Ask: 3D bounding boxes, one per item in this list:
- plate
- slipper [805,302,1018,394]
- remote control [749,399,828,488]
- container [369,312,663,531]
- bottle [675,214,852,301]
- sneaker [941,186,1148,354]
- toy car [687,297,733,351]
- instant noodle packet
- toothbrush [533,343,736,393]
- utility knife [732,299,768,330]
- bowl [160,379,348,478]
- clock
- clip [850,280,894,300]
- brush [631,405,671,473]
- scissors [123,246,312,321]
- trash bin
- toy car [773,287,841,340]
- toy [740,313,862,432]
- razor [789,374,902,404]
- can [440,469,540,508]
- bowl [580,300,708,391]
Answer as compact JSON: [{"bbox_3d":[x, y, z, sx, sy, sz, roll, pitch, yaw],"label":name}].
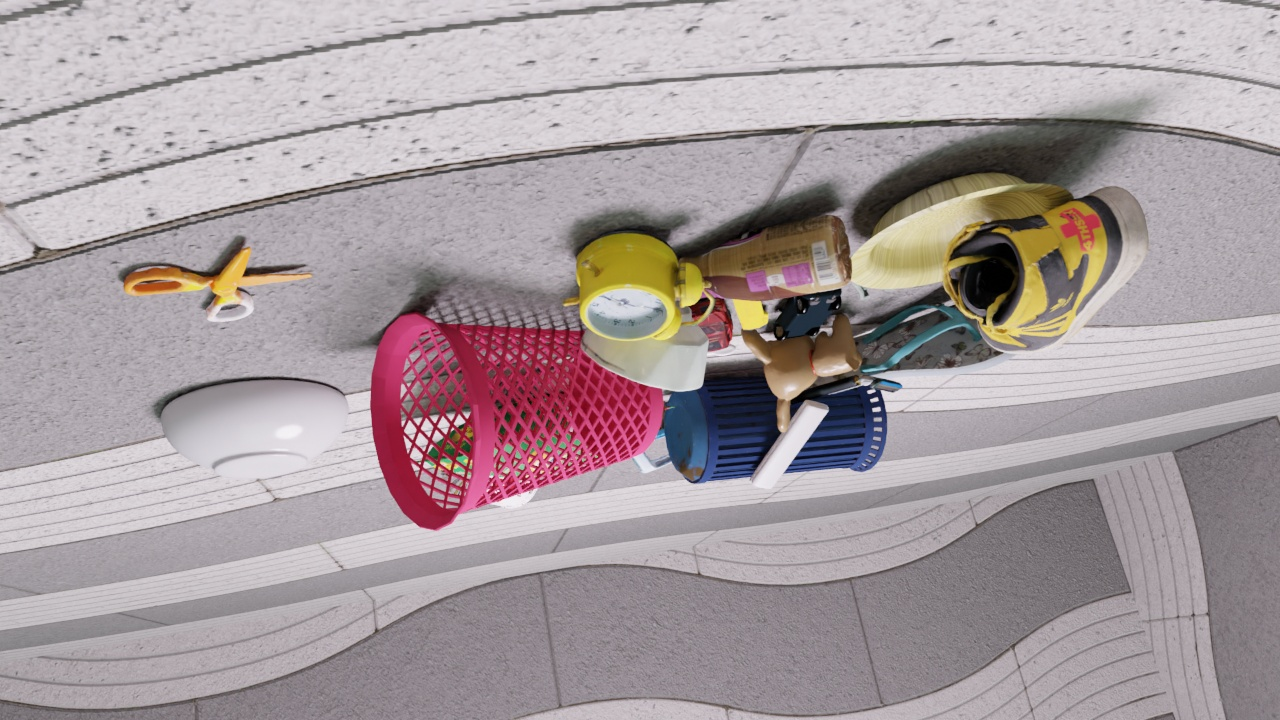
[{"bbox_3d":[0.260,-0.115,0.769,0.184,0.036,0.184,-10,162,-4],"label":"plate"},{"bbox_3d":[0.291,-0.025,1.017,0.270,0.098,0.055,-14,128,41],"label":"slipper"},{"bbox_3d":[0.173,0.100,1.072,0.033,0.012,0.131,14,121,-27],"label":"remote control"},{"bbox_3d":[-0.104,0.043,0.847,0.225,0.183,0.184,-6,163,-41],"label":"container"},{"bbox_3d":[0.086,-0.076,0.756,0.166,0.059,0.059,-9,164,22],"label":"bottle"},{"bbox_3d":[0.309,-0.055,0.776,0.122,0.086,0.239,-15,159,-9],"label":"sneaker"},{"bbox_3d":[0.068,-0.036,0.905,0.042,0.036,0.091,-13,157,9],"label":"toy car"},{"bbox_3d":[-0.116,0.085,1.038,0.252,0.090,0.196,-11,178,-31],"label":"instant noodle packet"},{"bbox_3d":[-0.006,0.006,0.996,0.222,0.027,0.026,-10,-163,-2],"label":"toothbrush"},{"bbox_3d":[0.103,-0.060,0.876,0.030,0.018,0.191,-18,165,7],"label":"utility knife"},{"bbox_3d":[-0.385,0.079,0.927,0.176,0.066,0.177,-10,162,-3],"label":"bowl"},{"bbox_3d":[0.002,-0.056,0.731,0.118,0.057,0.084,12,143,-18],"label":"clock"},{"bbox_3d":[0.225,-0.081,0.880,0.050,0.023,0.078,-16,163,10],"label":"clip"},{"bbox_3d":[0.002,0.107,1.187,0.056,0.075,0.135,-26,173,39],"label":"brush"},{"bbox_3d":[-0.302,-0.053,0.667,0.125,0.011,0.128,-6,163,-11],"label":"scissors"},{"bbox_3d":[0.164,0.081,1.152,0.249,0.139,0.140,-3,161,-18],"label":"trash bin"},{"bbox_3d":[0.165,-0.051,0.911,0.046,0.034,0.112,-8,161,-12],"label":"toy car"},{"bbox_3d":[0.182,0.000,0.996,0.108,0.134,0.105,-18,-157,16],"label":"toy"},{"bbox_3d":[0.222,0.031,1.030,0.042,0.022,0.145,13,163,-38],"label":"razor"},{"bbox_3d":[-0.197,0.147,1.219,0.087,0.086,0.116,-17,161,17],"label":"can"},{"bbox_3d":[0.010,-0.025,0.817,0.117,0.117,0.061,4,114,-38],"label":"bowl"}]
